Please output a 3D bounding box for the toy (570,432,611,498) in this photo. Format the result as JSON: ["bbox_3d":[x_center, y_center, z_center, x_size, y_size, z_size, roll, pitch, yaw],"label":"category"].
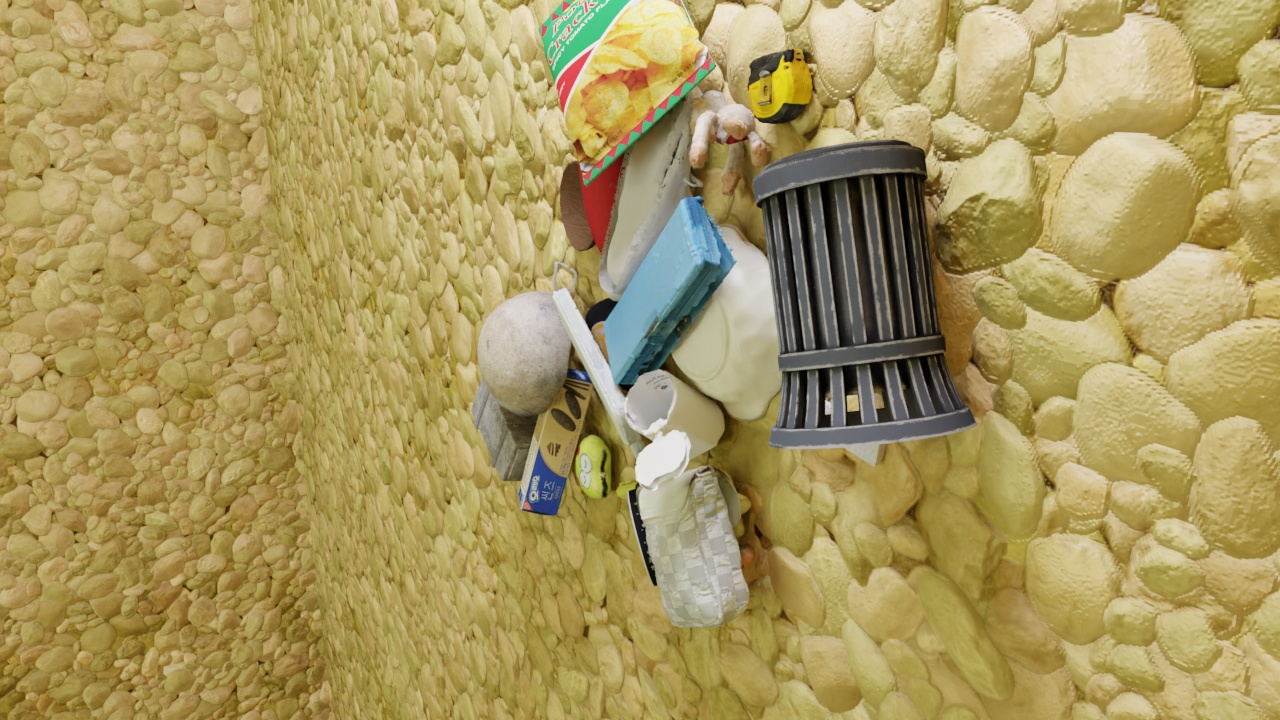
[{"bbox_3d":[-0.073,0.147,1.304,0.115,0.046,0.092,-158,64,-62],"label":"toy"}]

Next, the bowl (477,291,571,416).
[{"bbox_3d":[-0.176,-0.013,1.267,0.179,0.081,0.178,-9,79,50],"label":"bowl"}]

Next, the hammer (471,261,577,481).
[{"bbox_3d":[-0.153,0.010,1.353,0.177,0.079,0.327,56,132,44],"label":"hammer"}]

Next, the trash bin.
[{"bbox_3d":[0.175,-0.052,0.754,0.165,0.164,0.227,-7,89,58],"label":"trash bin"}]

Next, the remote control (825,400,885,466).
[{"bbox_3d":[0.188,0.059,0.898,0.131,0.012,0.033,35,130,48],"label":"remote control"}]

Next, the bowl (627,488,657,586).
[{"bbox_3d":[0.032,0.209,1.125,0.120,0.066,0.120,-12,-94,-88],"label":"bowl"}]

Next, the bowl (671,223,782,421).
[{"bbox_3d":[0.081,-0.036,0.993,0.189,0.060,0.219,0,99,57],"label":"bowl"}]

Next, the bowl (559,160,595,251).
[{"bbox_3d":[-0.070,-0.202,1.197,0.118,0.030,0.118,33,127,57],"label":"bowl"}]

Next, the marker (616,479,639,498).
[{"bbox_3d":[0.006,0.165,1.209,0.124,0.017,0.021,-23,80,56],"label":"marker"}]

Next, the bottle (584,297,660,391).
[{"bbox_3d":[-0.007,0.007,1.142,0.181,0.059,0.059,61,144,26],"label":"bottle"}]

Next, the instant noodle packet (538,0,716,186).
[{"bbox_3d":[-0.025,-0.344,1.002,0.196,0.090,0.252,-36,56,32],"label":"instant noodle packet"}]

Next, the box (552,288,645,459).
[{"bbox_3d":[-0.047,0.027,1.155,0.189,0.037,0.208,79,164,-62],"label":"box"}]

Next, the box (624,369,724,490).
[{"bbox_3d":[0.044,0.090,1.011,0.080,0.106,0.150,-29,47,28],"label":"box"}]

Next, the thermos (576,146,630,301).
[{"bbox_3d":[-0.032,-0.190,1.109,0.073,0.073,0.240,4,103,57],"label":"thermos"}]

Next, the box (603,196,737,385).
[{"bbox_3d":[0.026,-0.067,0.985,0.232,0.052,0.093,125,143,-49],"label":"box"}]

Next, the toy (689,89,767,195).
[{"bbox_3d":[0.075,-0.233,0.927,0.074,0.085,0.105,-39,55,32],"label":"toy"}]

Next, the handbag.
[{"bbox_3d":[0.072,0.208,1.028,0.113,0.123,0.171,-23,76,49],"label":"handbag"}]

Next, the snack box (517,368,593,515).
[{"bbox_3d":[-0.121,0.115,1.300,0.056,0.057,0.207,-127,51,-71],"label":"snack box"}]

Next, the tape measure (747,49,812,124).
[{"bbox_3d":[0.130,-0.257,0.869,0.066,0.037,0.064,9,106,56],"label":"tape measure"}]

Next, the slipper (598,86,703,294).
[{"bbox_3d":[0.020,-0.187,1.026,0.112,0.074,0.247,35,118,40],"label":"slipper"}]
